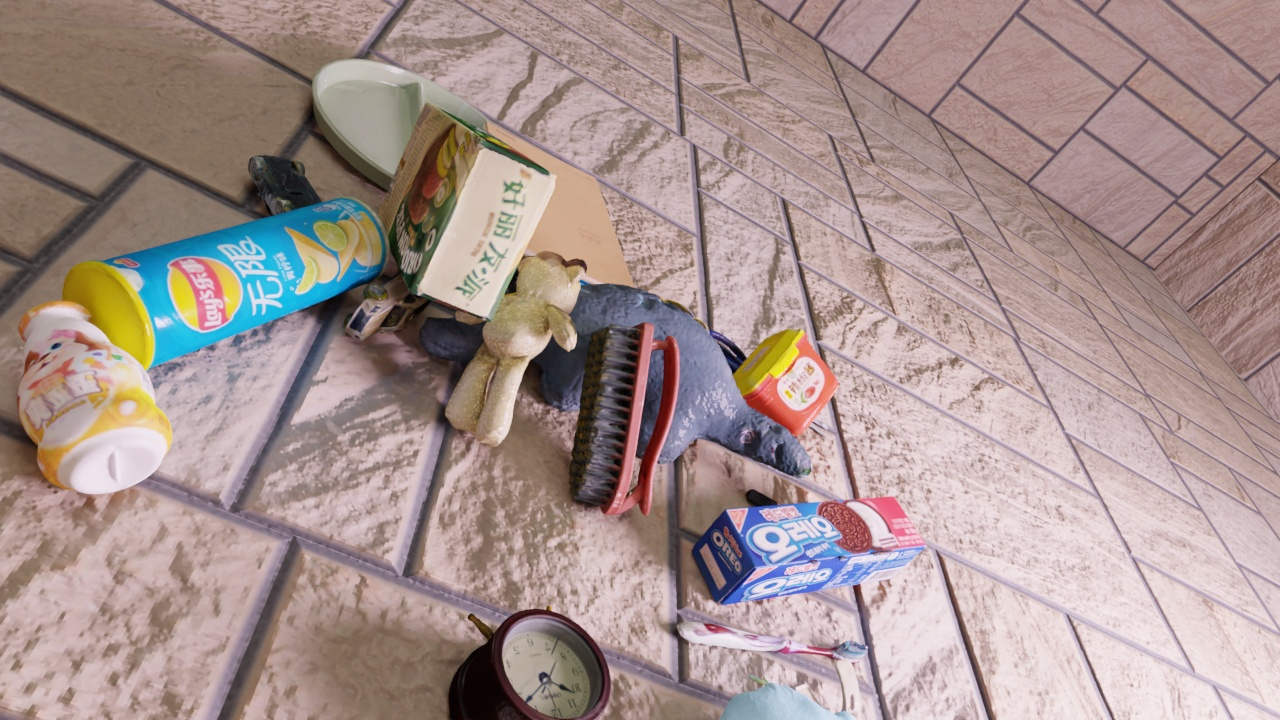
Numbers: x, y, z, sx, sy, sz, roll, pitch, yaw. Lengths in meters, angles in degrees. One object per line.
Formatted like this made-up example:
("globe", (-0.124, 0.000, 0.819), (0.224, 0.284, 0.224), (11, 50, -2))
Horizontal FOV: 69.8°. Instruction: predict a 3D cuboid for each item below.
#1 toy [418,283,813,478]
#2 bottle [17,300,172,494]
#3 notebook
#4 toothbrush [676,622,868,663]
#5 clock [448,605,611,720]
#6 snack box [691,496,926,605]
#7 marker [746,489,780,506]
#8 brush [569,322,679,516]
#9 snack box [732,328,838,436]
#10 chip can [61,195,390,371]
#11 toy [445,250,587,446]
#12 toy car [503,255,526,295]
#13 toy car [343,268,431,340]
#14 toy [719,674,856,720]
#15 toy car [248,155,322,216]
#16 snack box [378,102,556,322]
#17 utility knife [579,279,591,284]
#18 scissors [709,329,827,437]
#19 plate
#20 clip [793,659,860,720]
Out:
("toy", (-0.005, 0.005, 0.786), (0.356, 0.092, 0.137), (23, 51, -15))
("bottle", (-0.300, 0.017, 0.494), (0.063, 0.063, 0.108), (-7, 53, -50))
("notebook", (-0.084, -0.155, 0.943), (0.149, 0.012, 0.211), (21, 35, -35))
("toothbrush", (0.105, 0.213, 0.696), (0.187, 0.017, 0.016), (18, 36, -30))
("clock", (-0.056, 0.197, 0.515), (0.082, 0.055, 0.122), (8, 40, -41))
("snack box", (0.143, 0.155, 0.757), (0.207, 0.057, 0.058), (2, 46, -36))
("marker", (0.148, 0.151, 0.826), (0.124, 0.015, 0.018), (31, 34, -6))
("brush", (-0.010, 0.046, 0.704), (0.069, 0.063, 0.145), (12, 80, -18))
("snack box", (0.140, 0.026, 0.905), (0.080, 0.082, 0.091), (45, 68, -8))
("chip can", (-0.263, -0.057, 0.613), (0.071, 0.071, 0.209), (42, 33, 6))
("toy", (-0.092, -0.011, 0.687), (0.105, 0.157, 0.066), (13, -22, 31))
("toy car", (-0.114, -0.066, 0.822), (0.049, 0.031, 0.105), (40, 26, 11))
("toy car", (-0.191, -0.044, 0.704), (0.035, 0.042, 0.090), (41, 31, 0))
("toy", (0.087, 0.270, 0.572), (0.161, 0.050, 0.156), (0, 50, -29))
("toy car", (-0.281, -0.130, 0.732), (0.042, 0.034, 0.090), (-11, 56, -48))
("snack box", (-0.144, -0.124, 0.709), (0.063, 0.114, 0.240), (21, 11, -28))
("utility knife", (-0.039, -0.062, 0.908), (0.161, 0.018, 0.034), (25, 34, -19))
("scissors", (0.128, 0.033, 0.962), (0.173, 0.012, 0.126), (49, 31, 16))
("plate", (-0.219, -0.222, 0.923), (0.230, 0.028, 0.229), (26, 33, -19))
("clip", (0.147, 0.268, 0.648), (0.034, 0.070, 0.099), (3, 53, -42))
